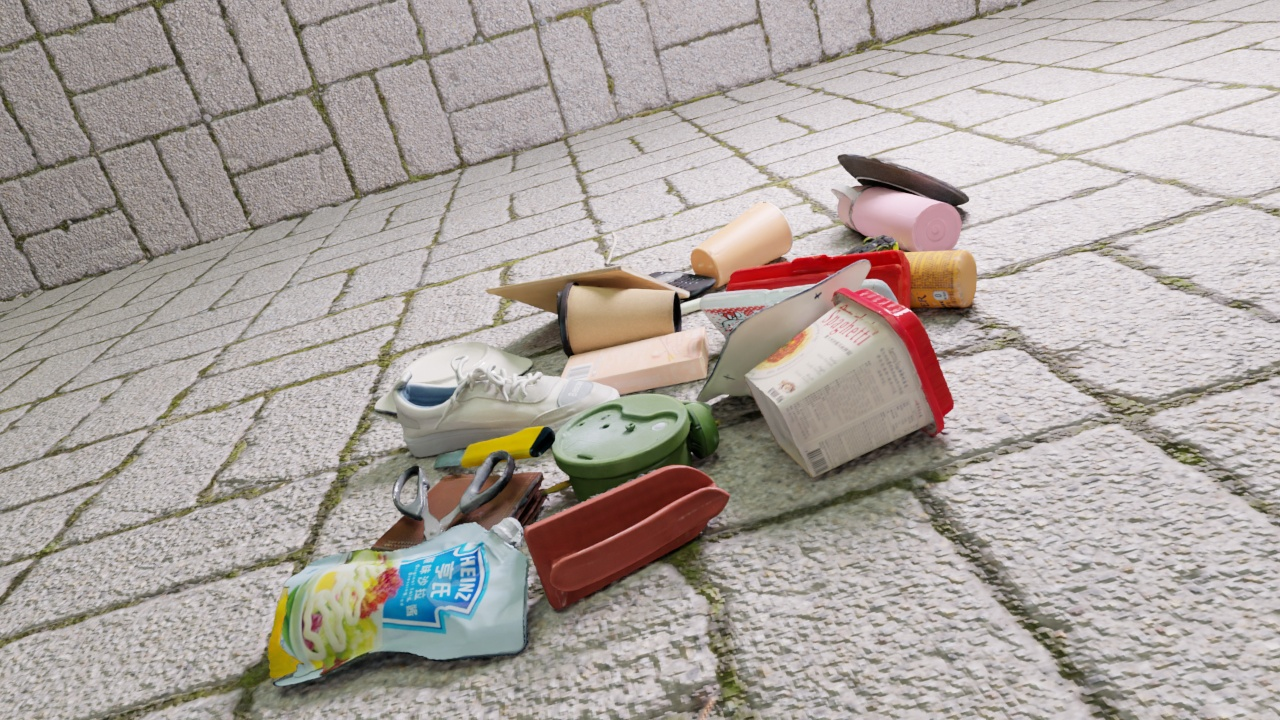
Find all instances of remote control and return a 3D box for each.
[{"bbox_3d":[0.047,-0.095,1.188,0.053,0.024,0.136,-30,24,-27],"label":"remote control"}]

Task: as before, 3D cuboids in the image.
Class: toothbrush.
[{"bbox_3d":[0.063,-0.069,1.122,0.189,0.029,0.020,-19,63,-2],"label":"toothbrush"}]

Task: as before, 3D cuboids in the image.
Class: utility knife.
[{"bbox_3d":[-0.138,0.083,0.835,0.224,0.015,0.033,-15,35,52],"label":"utility knife"}]

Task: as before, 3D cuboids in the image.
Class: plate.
[{"bbox_3d":[0.134,-0.013,0.824,0.163,0.034,0.165,-26,-20,-23],"label":"plate"},{"bbox_3d":[0.339,-0.228,1.200,0.179,0.024,0.179,19,7,-3],"label":"plate"},{"bbox_3d":[-0.229,0.017,1.100,0.164,0.034,0.163,7,32,43],"label":"plate"}]

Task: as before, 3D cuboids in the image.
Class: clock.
[{"bbox_3d":[-0.001,0.071,0.777,0.116,0.056,0.160,6,31,43],"label":"clock"}]

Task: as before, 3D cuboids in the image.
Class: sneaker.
[{"bbox_3d":[-0.138,0.035,0.916,0.243,0.091,0.089,-8,24,19],"label":"sneaker"}]

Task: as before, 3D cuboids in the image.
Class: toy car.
[{"bbox_3d":[0.252,-0.111,1.073,0.105,0.032,0.048,-28,22,2],"label":"toy car"}]

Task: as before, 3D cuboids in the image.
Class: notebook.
[{"bbox_3d":[-0.065,-0.083,1.127,0.208,0.008,0.147,-5,-12,34],"label":"notebook"}]

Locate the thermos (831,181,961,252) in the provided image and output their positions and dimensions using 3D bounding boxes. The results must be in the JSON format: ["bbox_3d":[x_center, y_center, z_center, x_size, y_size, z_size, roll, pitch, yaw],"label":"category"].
[{"bbox_3d":[0.307,-0.184,1.140,0.067,0.087,0.198,-54,25,6],"label":"thermos"}]

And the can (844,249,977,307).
[{"bbox_3d":[0.270,-0.084,0.956,0.146,0.058,0.058,2,28,39],"label":"can"}]

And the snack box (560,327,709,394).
[{"bbox_3d":[-0.006,0.006,0.978,0.157,0.026,0.084,-11,22,12],"label":"snack box"}]

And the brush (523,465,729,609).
[{"bbox_3d":[-0.007,0.120,0.655,0.145,0.063,0.069,-22,11,-20],"label":"brush"}]

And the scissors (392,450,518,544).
[{"bbox_3d":[-0.160,0.134,0.730,0.159,0.014,0.181,-34,39,-10],"label":"scissors"}]

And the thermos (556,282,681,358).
[{"bbox_3d":[-0.028,-0.046,1.045,0.143,0.093,0.092,-3,24,12],"label":"thermos"}]

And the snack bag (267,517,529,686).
[{"bbox_3d":[-0.169,0.172,0.657,0.191,0.039,0.110,-14,35,10],"label":"snack bag"}]

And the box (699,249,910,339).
[{"bbox_3d":[0.163,-0.066,0.927,0.202,0.095,0.100,-4,-12,33],"label":"box"}]

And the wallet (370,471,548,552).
[{"bbox_3d":[-0.149,0.134,0.768,0.125,0.032,0.101,-6,27,27],"label":"wallet"}]

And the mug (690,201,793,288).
[{"bbox_3d":[0.128,-0.145,1.193,0.122,0.078,0.078,-33,27,-24],"label":"mug"}]

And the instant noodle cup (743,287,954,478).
[{"bbox_3d":[0.160,0.021,0.727,0.124,0.117,0.116,-30,24,-5],"label":"instant noodle cup"}]
